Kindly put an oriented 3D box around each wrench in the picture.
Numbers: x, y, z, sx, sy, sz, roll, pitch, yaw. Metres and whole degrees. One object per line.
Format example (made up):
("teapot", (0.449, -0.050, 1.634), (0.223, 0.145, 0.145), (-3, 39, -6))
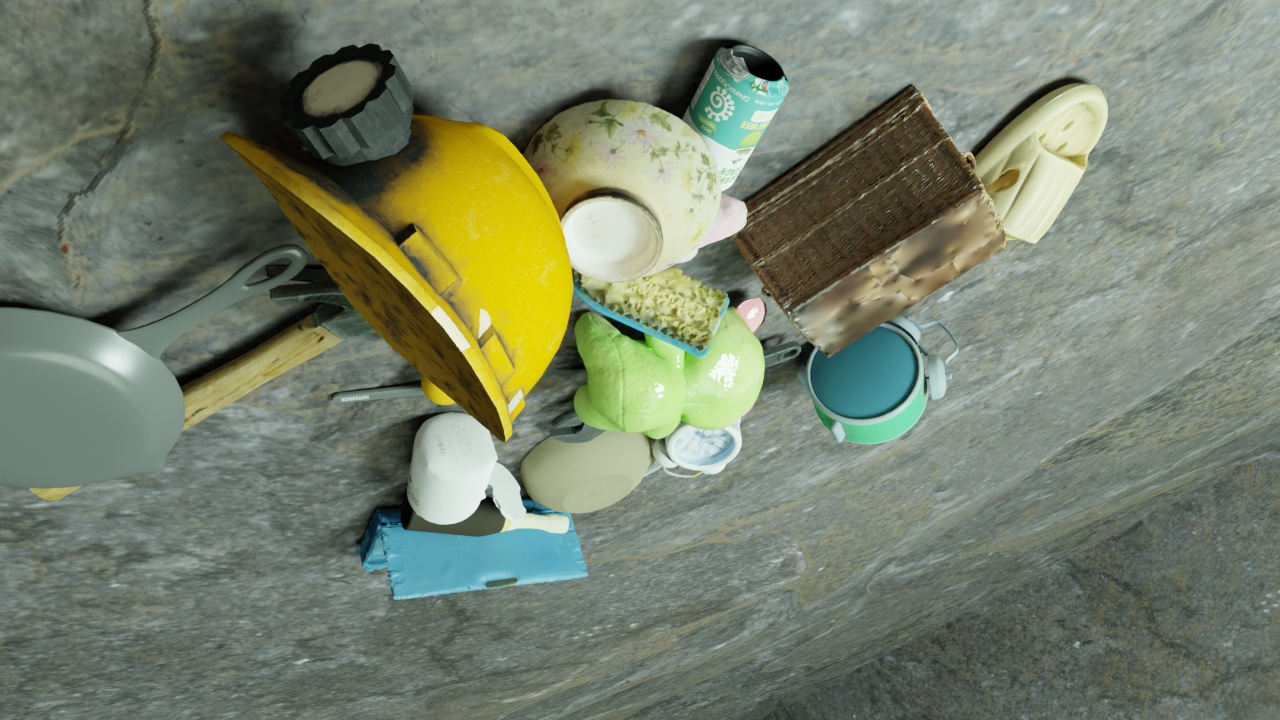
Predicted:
("wrench", (0.038, 0.030, 0.939), (0.273, 0.018, 0.073), (-18, 150, -7))

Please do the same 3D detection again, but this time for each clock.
("clock", (0.259, 0.014, 0.978), (0.162, 0.121, 0.075), (-30, 147, 5))
("clock", (0.063, 0.087, 1.010), (0.088, 0.051, 0.126), (9, 132, -14))

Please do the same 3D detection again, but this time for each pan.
("pan", (-0.374, 0.012, 0.633), (0.355, 0.024, 0.216), (-27, 139, 12))

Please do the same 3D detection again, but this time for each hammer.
("hammer", (-0.338, 0.026, 0.712), (0.331, 0.033, 0.132), (-28, 150, 9))

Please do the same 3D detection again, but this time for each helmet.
("helmet", (-0.119, -0.076, 0.573), (0.131, 0.205, 0.255), (-46, 145, -16))

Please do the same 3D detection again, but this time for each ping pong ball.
("ping pong ball", (-0.169, 0.019, 0.794), (0.040, 0.040, 0.040), (-16, 148, -10))

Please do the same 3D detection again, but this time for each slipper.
("slipper", (0.332, -0.131, 0.846), (0.111, 0.079, 0.262), (3, 141, -40))

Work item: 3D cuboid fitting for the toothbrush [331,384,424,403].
("toothbrush", (-0.188, 0.024, 0.820), (0.167, 0.013, 0.013), (-6, 145, -21))

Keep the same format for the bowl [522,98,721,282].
("bowl", (-0.018, -0.100, 0.634), (0.145, 0.063, 0.145), (4, 135, 3))

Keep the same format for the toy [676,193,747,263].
("toy", (0.021, -0.109, 0.706), (0.095, 0.052, 0.099), (17, 158, -26))

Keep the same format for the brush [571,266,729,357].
("brush", (0.000, -0.053, 0.746), (0.136, 0.055, 0.075), (24, 172, -3))

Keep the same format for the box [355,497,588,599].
("box", (-0.185, 0.224, 1.028), (0.231, 0.112, 0.094), (1, 140, -33))

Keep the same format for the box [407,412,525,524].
("box", (-0.162, 0.114, 0.909), (0.136, 0.084, 0.147), (-11, 149, -29))

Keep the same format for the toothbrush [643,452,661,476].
("toothbrush", (0.020, 0.117, 1.079), (0.024, 0.022, 0.186), (31, 121, -31))

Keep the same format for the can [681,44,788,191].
("can", (0.058, -0.166, 0.642), (0.054, 0.055, 0.102), (-2, 143, -30))

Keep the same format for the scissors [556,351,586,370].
("scissors", (0.005, -0.007, 0.892), (0.150, 0.012, 0.164), (-33, 145, 16))

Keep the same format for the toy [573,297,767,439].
("toy", (0.038, 0.014, 0.844), (0.196, 0.107, 0.150), (-5, 123, -15))

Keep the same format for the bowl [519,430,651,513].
("bowl", (-0.054, 0.127, 1.019), (0.152, 0.050, 0.153), (-16, 148, -10))

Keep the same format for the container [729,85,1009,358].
("container", (0.187, -0.107, 0.757), (0.199, 0.112, 0.113), (-34, 147, 17))

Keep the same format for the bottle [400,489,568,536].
("bottle", (-0.162, 0.169, 0.991), (0.184, 0.045, 0.046), (12, 136, -28))
